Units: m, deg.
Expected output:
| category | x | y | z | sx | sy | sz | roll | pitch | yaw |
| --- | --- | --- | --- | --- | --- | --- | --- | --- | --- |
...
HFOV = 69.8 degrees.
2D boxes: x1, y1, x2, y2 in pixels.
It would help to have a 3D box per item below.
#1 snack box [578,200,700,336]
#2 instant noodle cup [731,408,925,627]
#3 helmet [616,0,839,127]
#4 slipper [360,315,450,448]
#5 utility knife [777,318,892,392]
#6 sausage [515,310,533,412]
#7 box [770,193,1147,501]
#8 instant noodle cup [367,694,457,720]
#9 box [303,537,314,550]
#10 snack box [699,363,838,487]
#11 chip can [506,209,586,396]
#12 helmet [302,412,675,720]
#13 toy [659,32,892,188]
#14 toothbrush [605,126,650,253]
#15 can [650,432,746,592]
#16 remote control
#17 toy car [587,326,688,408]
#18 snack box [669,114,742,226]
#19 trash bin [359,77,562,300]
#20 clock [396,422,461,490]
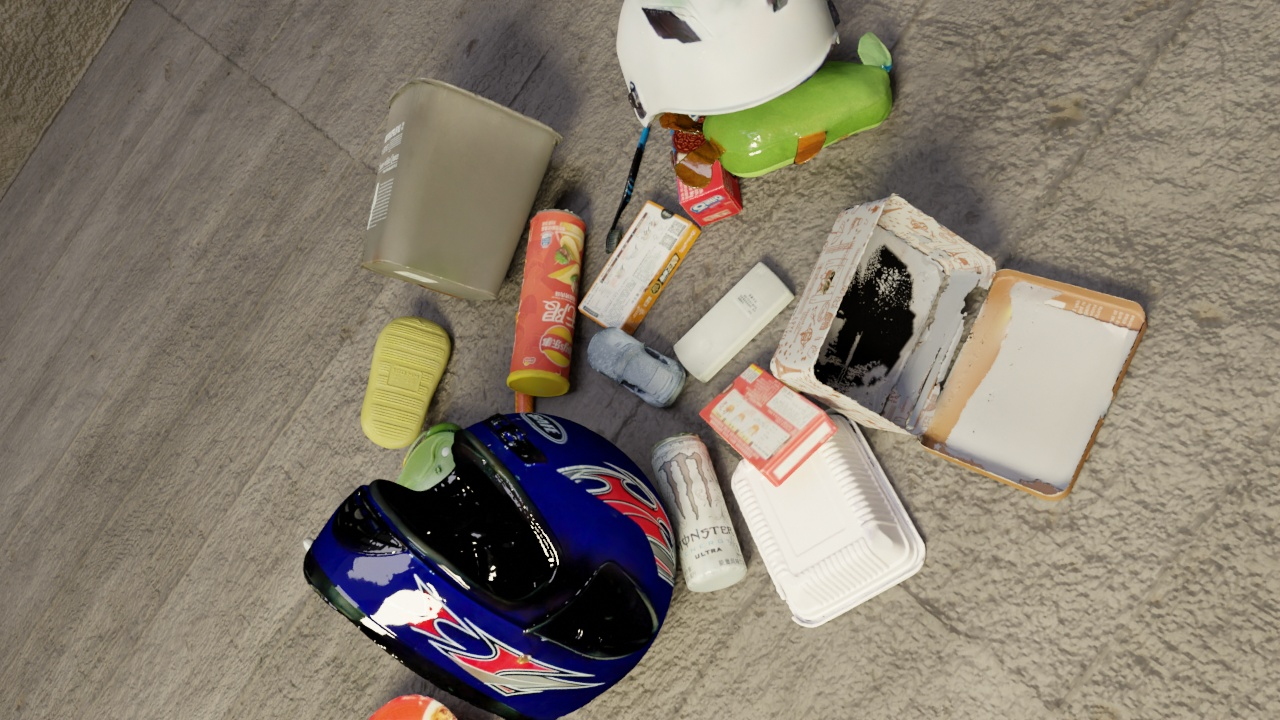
| category | x | y | z | sx | sy | sz | roll | pitch | yaw |
| --- | --- | --- | --- | --- | --- | --- | --- | --- | --- |
| snack box | -0.003 | -0.104 | 1.052 | 0.075 | 0.026 | 0.154 | 35 | 92 | 38 |
| instant noodle cup | 0.154 | 0.133 | 0.822 | 0.138 | 0.060 | 0.173 | -35 | 53 | 18 |
| helmet | 0.077 | -0.350 | 0.925 | 0.229 | 0.146 | 0.258 | -22 | 28 | 5 |
| slipper | -0.305 | 0.032 | 1.159 | 0.082 | 0.091 | 0.190 | -44 | 30 | 49 |
| utility knife | 0.169 | 0.009 | 0.897 | 0.196 | 0.020 | 0.031 | -30 | 59 | 16 |
| sausage | -0.139 | 0.006 | 1.101 | 0.021 | 0.021 | 0.165 | -17 | 61 | 28 |
| box | 0.264 | -0.012 | 0.789 | 0.272 | 0.130 | 0.179 | 25 | 84 | 10 |
| instant noodle cup | -0.222 | 0.446 | 0.940 | 0.194 | 0.066 | 0.193 | -15 | 62 | 30 |
| box | -0.302 | 0.247 | 1.058 | 0.201 | 0.101 | 0.095 | 27 | 87 | 38 |
| snack box | 0.113 | 0.055 | 0.841 | 0.075 | 0.025 | 0.153 | -44 | 23 | -1 |
| chip can | -0.107 | -0.068 | 1.080 | 0.073 | 0.073 | 0.216 | -8 | 65 | 32 |
| helmet | -0.106 | 0.164 | 0.823 | 0.240 | 0.315 | 0.247 | -53 | 39 | -8 |
| toy | 0.146 | -0.249 | 0.948 | 0.247 | 0.090 | 0.226 | -15 | 37 | 8 |
| toothbrush | -0.011 | -0.215 | 1.114 | 0.016 | 0.014 | 0.189 | 7 | 74 | 35 |
| can | 0.054 | 0.146 | 0.885 | 0.058 | 0.058 | 0.146 | -30 | 56 | 21 |
| remote control | 0.096 | -0.039 | 0.960 | 0.135 | 0.019 | 0.056 | -45 | 52 | 10 |
| toy car | -0.006 | 0.006 | 0.989 | 0.121 | 0.036 | 0.054 | 31 | 90 | 25 |
| snack box | 0.068 | -0.258 | 1.050 | 0.058 | 0.057 | 0.207 | -18 | 61 | 24 |
| trash bin | -0.236 | -0.201 | 1.137 | 0.199 | 0.198 | 0.219 | 6 | 80 | 63 |
| clock | -0.234 | 0.139 | 1.086 | 0.161 | 0.056 | 0.116 | 36 | 91 | 39 |
